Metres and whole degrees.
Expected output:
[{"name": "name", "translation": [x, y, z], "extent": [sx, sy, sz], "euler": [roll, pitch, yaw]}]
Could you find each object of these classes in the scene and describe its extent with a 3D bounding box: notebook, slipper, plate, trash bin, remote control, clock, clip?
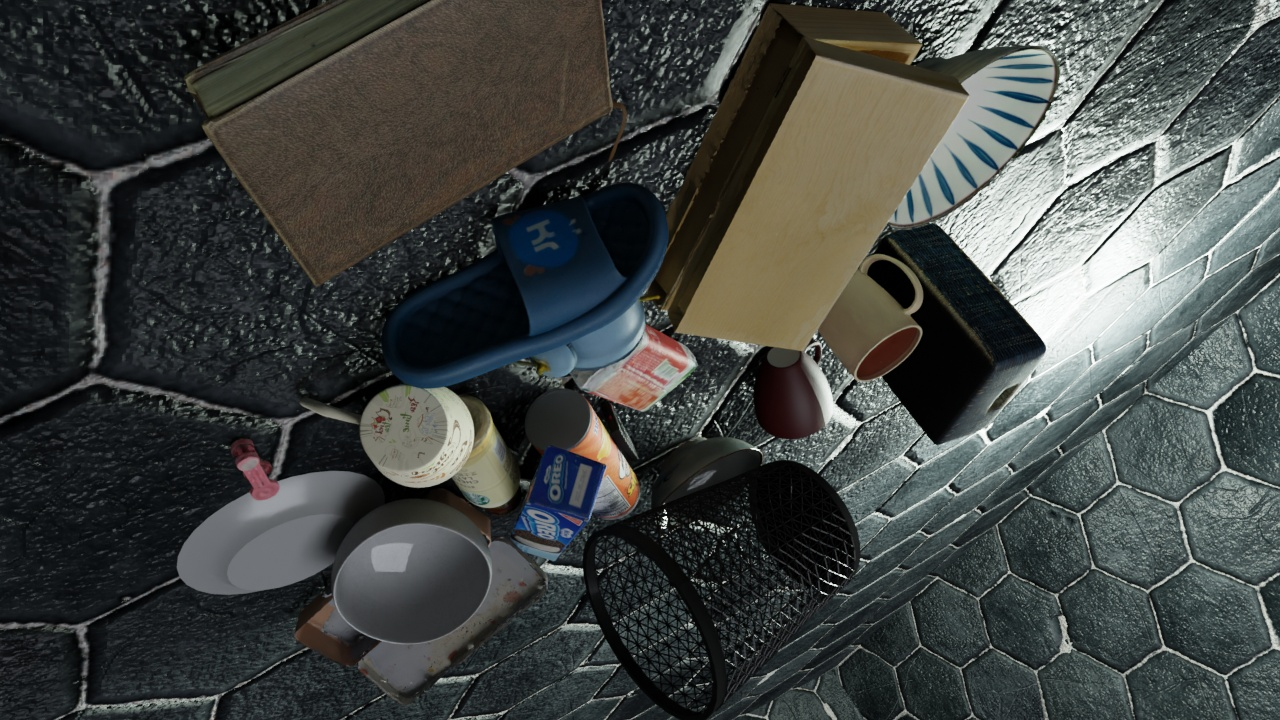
[{"name": "notebook", "translation": [-0.106, -0.129, 0.504], "extent": [0.215, 0.034, 0.190], "euler": [-35, 156, -13]}, {"name": "slipper", "translation": [-0.078, -0.052, 0.610], "extent": [0.213, 0.103, 0.059], "euler": [-29, 149, -1]}, {"name": "plate", "translation": [-0.298, 0.156, 0.780], "extent": [0.172, 0.019, 0.173], "euler": [-25, 150, -16]}, {"name": "trash bin", "translation": [0.099, 0.231, 1.008], "extent": [0.242, 0.217, 0.218], "euler": [-24, 151, -32]}, {"name": "remote control", "translation": [-0.019, 0.076, 0.929], "extent": [0.010, 0.039, 0.125], "euler": [-23, 157, 0]}, {"name": "clock", "translation": [-0.053, -0.035, 0.672], "extent": [0.124, 0.088, 0.052], "euler": [-28, 147, -17]}, {"name": "clip", "translation": [-0.281, 0.083, 0.670], "extent": [0.022, 0.038, 0.059], "euler": [-22, 146, -15]}]

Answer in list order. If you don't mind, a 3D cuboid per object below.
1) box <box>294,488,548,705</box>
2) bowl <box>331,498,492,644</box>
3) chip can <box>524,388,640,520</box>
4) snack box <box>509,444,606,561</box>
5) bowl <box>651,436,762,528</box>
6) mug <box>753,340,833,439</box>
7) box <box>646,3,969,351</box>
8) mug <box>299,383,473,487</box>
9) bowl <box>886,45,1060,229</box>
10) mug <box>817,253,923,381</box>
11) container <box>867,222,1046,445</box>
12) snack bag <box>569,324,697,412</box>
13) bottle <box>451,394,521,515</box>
[{"name": "box", "translation": [-0.210, 0.237, 0.889], "extent": [0.217, 0.058, 0.154], "euler": [-42, 113, 14]}, {"name": "bowl", "translation": [-0.200, 0.177, 0.804], "extent": [0.131, 0.064, 0.132], "euler": [-7, 118, -13]}, {"name": "chip can", "translation": [-0.052, 0.098, 0.902], "extent": [0.062, 0.062, 0.210], "euler": [-32, 152, -4]}, {"name": "snack box", "translation": [-0.083, 0.140, 0.861], "extent": [0.059, 0.059, 0.227], "euler": [21, 157, -5]}, {"name": "bowl", "translation": [0.067, 0.134, 1.087], "extent": [0.150, 0.056, 0.151], "euler": [-26, 150, -16]}, {"name": "mug", "translation": [0.170, 0.016, 1.009], "extent": [0.113, 0.087, 0.088], "euler": [-51, 141, -29]}, {"name": "box", "translation": [0.111, -0.121, 0.683], "extent": [0.140, 0.122, 0.250], "euler": [-15, 145, -38]}, {"name": "mug", "translation": [-0.183, 0.044, 0.658], "extent": [0.097, 0.122, 0.081], "euler": [133, -25, -80]}, {"name": "bowl", "translation": [0.246, -0.197, 0.753], "extent": [0.177, 0.071, 0.178], "euler": [-26, 151, -16]}, {"name": "mug", "translation": [0.227, -0.053, 0.919], "extent": [0.085, 0.104, 0.112], "euler": [5, 132, -50]}, {"name": "container", "translation": [0.304, -0.027, 0.951], "extent": [0.071, 0.187, 0.146], "euler": [-16, 147, -23]}, {"name": "snack bag", "translation": [-0.005, 0.005, 0.836], "extent": [0.077, 0.036, 0.115], "euler": [-41, 151, 14]}, {"name": "bottle", "translation": [-0.140, 0.090, 0.804], "extent": [0.056, 0.056, 0.162], "euler": [-29, 151, -10]}]
